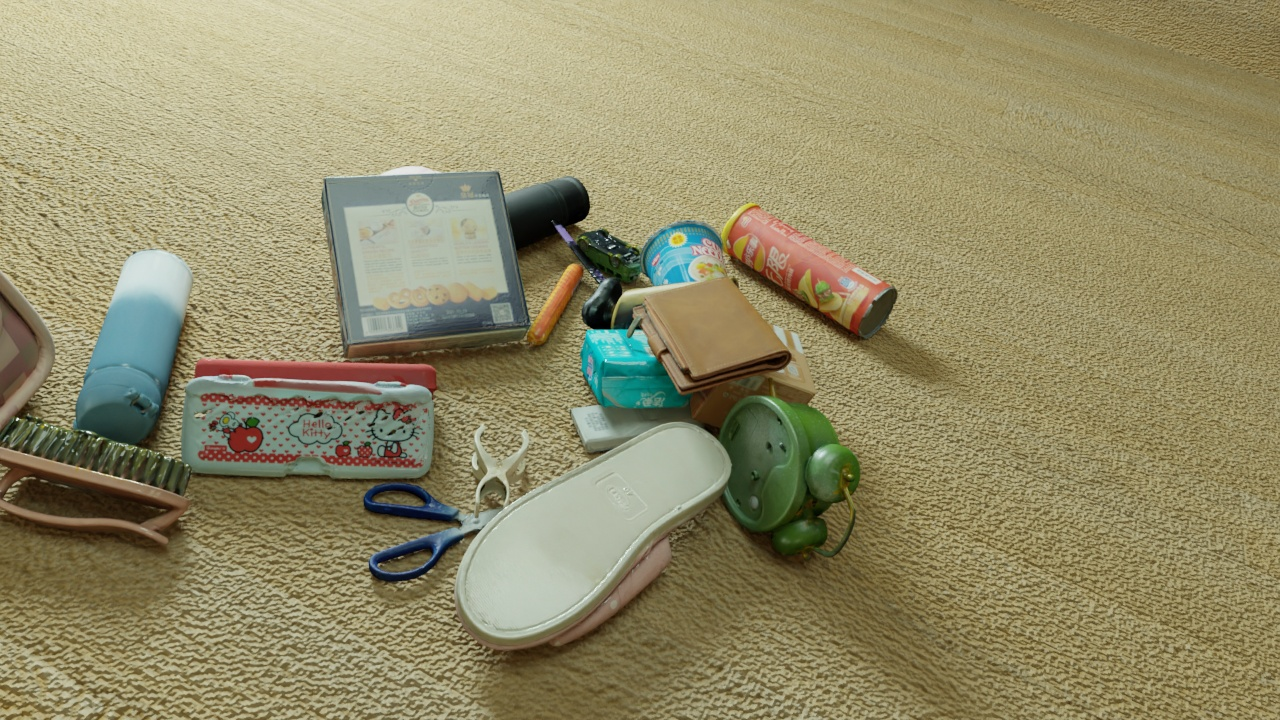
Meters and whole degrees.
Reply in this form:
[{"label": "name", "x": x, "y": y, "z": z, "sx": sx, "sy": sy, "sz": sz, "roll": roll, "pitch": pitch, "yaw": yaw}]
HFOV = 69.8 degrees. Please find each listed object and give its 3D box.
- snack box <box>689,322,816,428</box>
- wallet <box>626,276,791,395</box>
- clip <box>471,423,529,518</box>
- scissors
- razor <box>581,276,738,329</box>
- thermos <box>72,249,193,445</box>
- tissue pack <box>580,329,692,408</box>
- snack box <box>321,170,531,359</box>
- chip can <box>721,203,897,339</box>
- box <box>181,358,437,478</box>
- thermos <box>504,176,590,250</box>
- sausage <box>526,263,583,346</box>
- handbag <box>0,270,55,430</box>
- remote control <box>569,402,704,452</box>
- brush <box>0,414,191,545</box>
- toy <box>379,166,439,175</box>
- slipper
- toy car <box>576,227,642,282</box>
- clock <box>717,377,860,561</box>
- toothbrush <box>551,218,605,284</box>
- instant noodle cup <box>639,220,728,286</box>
[{"label": "snack box", "x": 0.103, "y": 0.015, "z": 0.891, "sx": 0.092, "sy": 0.077, "sz": 0.094, "roll": 19, "pitch": 35, "yaw": -19}, {"label": "wallet", "x": 0.055, "y": -0.025, "z": 0.831, "sx": 0.119, "sy": 0.035, "sz": 0.130, "roll": -17, "pitch": 40, "yaw": -10}, {"label": "clip", "x": -0.134, "y": 0.092, "z": 0.776, "sx": 0.087, "sy": 0.035, "sz": 0.104, "roll": 19, "pitch": 33, "yaw": 9}, {"label": "scissors", "x": -0.151, "y": 0.131, "z": 0.750, "sx": 0.163, "sy": 0.012, "sz": 0.161, "roll": 30, "pitch": 40, "yaw": 22}, {"label": "razor", "x": 0.021, "y": -0.062, "z": 0.945, "sx": 0.168, "sy": 0.067, "sz": 0.062, "roll": -8, "pitch": -13, "yaw": 25}, {"label": "thermos", "x": -0.448, "y": -0.014, "z": 0.815, "sx": 0.070, "sy": 0.070, "sz": 0.220, "roll": -1, "pitch": 40, "yaw": -15}, {"label": "tissue pack", "x": -0.005, "y": 0.005, "z": 0.891, "sx": 0.093, "sy": 0.050, "sz": 0.133, "roll": -1, "pitch": 17, "yaw": -12}, {"label": "snack box", "x": -0.218, "y": -0.100, "z": 0.928, "sx": 0.177, "sy": 0.046, "sz": 0.182, "roll": -7, "pitch": 73, "yaw": -21}, {"label": "chip can", "x": 0.198, "y": -0.110, "z": 1.096, "sx": 0.216, "sy": 0.073, "sz": 0.073, "roll": 36, "pitch": 44, "yaw": 29}, {"label": "box", "x": -0.281, "y": 0.049, "z": 0.799, "sx": 0.201, "sy": 0.100, "sz": 0.095, "roll": 2, "pitch": -2, "yaw": -10}, {"label": "thermos", "x": -0.170, "y": -0.157, "z": 1.076, "sx": 0.090, "sy": 0.068, "sz": 0.241, "roll": 6, "pitch": 25, "yaw": 41}, {"label": "sausage", "x": -0.091, "y": -0.063, "z": 1.002, "sx": 0.021, "sy": 0.021, "sz": 0.164, "roll": 16, "pitch": 38, "yaw": 5}, {"label": "handbag", "x": -0.547, "y": -0.032, "z": 0.671, "sx": 0.093, "sy": 0.235, "sz": 0.192, "roll": 11, "pitch": 38, "yaw": 1}, {"label": "remote control", "x": -0.002, "y": 0.057, "z": 0.872, "sx": 0.124, "sy": 0.024, "sz": 0.049, "roll": -7, "pitch": 41, "yaw": -22}, {"label": "brush", "x": -0.414, "y": 0.095, "z": 0.695, "sx": 0.145, "sy": 0.063, "sz": 0.073, "roll": 15, "pitch": 67, "yaw": 1}, {"label": "toy", "x": -0.283, "y": -0.184, "z": 1.079, "sx": 0.121, "sy": 0.054, "sz": 0.159, "roll": 18, "pitch": 37, "yaw": 20}, {"label": "slipper", "x": -0.032, "y": 0.137, "z": 0.734, "sx": 0.114, "sy": 0.055, "sz": 0.273, "roll": 39, "pitch": 50, "yaw": 22}, {"label": "toy car", "x": -0.035, "y": -0.125, "z": 1.084, "sx": 0.091, "sy": 0.036, "sz": 0.043, "roll": 34, "pitch": 44, "yaw": 25}, {"label": "clock", "x": 0.127, "y": 0.098, "z": 0.782, "sx": 0.056, "sy": 0.116, "sz": 0.161, "roll": 1, "pitch": 35, "yaw": -30}, {"label": "toothbrush", "x": -0.051, "y": -0.101, "z": 1.037, "sx": 0.014, "sy": 0.017, "sz": 0.189, "roll": -20, "pitch": 59, "yaw": -32}, {"label": "instant noodle cup", "x": 0.058, "y": -0.082, "z": 1.016, "sx": 0.099, "sy": 0.099, "sz": 0.109, "roll": -2, "pitch": 47, "yaw": -17}]
